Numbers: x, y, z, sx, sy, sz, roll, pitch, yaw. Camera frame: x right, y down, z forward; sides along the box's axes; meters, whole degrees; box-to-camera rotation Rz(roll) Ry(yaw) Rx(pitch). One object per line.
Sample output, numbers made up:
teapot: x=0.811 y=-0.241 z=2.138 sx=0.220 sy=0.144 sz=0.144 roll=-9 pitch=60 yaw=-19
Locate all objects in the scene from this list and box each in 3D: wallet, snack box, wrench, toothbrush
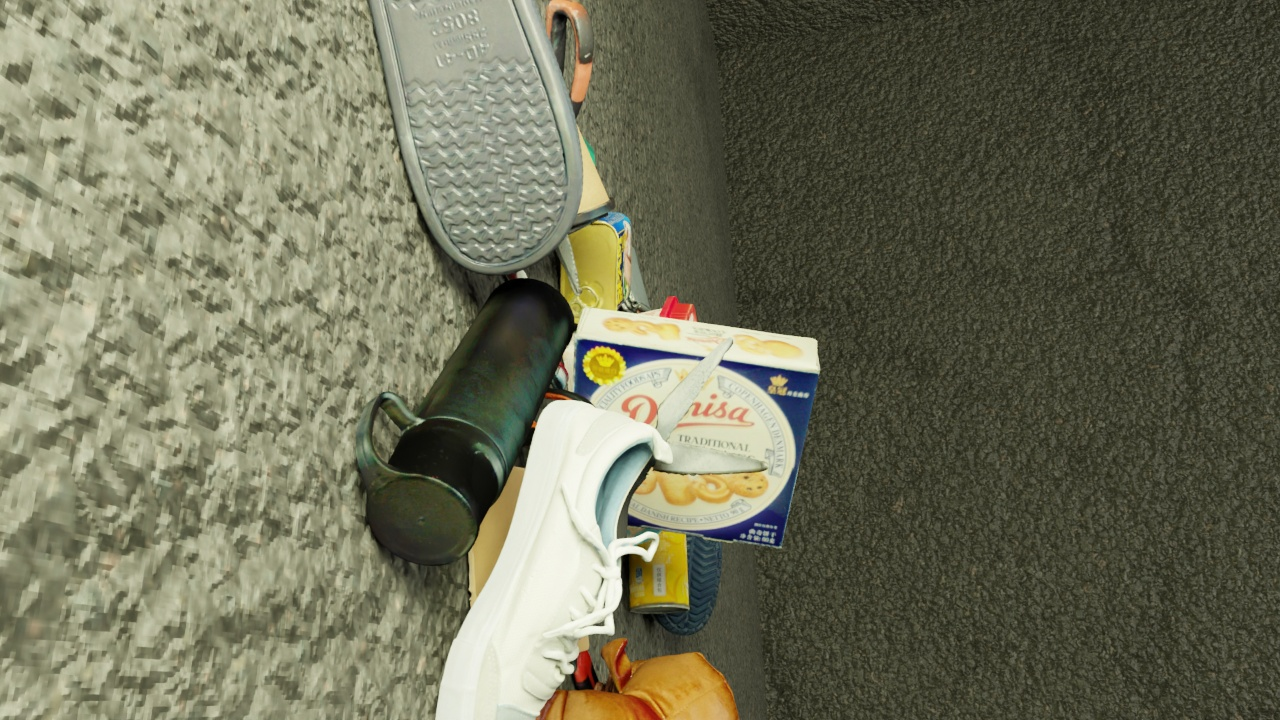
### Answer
wallet: x=-0.023 y=0.349 z=0.822 sx=0.132 sy=0.031 sz=0.107 roll=69 pitch=34 yaw=-50
wallet: x=-0.021 y=-0.100 z=1.127 sx=0.129 sy=0.037 sz=0.106 roll=15 pitch=58 yaw=-80
snack box: x=0.034 y=0.056 z=0.720 sx=0.045 sy=0.178 sz=0.183 roll=-74 pitch=171 yaw=-56
wrench: x=-0.048 y=0.282 z=0.823 sx=0.056 sy=0.016 sz=0.274 roll=-80 pitch=160 yaw=-54
toothbrush: x=-0.091 y=-0.033 z=0.779 sx=0.188 sy=0.016 sz=0.017 roll=72 pitch=26 yaw=-50

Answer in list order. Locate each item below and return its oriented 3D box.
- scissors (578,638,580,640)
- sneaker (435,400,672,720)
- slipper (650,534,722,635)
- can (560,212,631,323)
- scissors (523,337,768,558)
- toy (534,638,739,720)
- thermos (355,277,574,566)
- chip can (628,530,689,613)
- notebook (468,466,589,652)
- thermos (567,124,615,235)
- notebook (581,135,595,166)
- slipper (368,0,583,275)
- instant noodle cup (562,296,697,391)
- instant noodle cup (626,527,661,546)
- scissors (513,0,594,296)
scissors: x=-0.067 y=0.166 z=0.694 sx=0.133 sy=0.017 sz=0.134 roll=54 pitch=33 yaw=-54
sneaker: x=-0.045 y=0.145 z=0.566 sx=0.089 sy=0.091 sz=0.241 roll=51 pitch=53 yaw=-61
slipper: x=0.047 y=0.216 z=1.170 sx=0.095 sy=0.105 sz=0.252 roll=-10 pitch=-112 yaw=61
can: x=-0.042 y=-0.095 z=0.913 sx=0.083 sy=0.057 sz=0.102 roll=-57 pitch=150 yaw=-69
scissors: x=-0.012 y=0.073 z=0.634 sx=0.021 sy=0.221 sz=0.232 roll=10 pitch=102 yaw=-49
toy: x=-0.015 y=0.293 z=0.704 sx=0.140 sy=0.131 sz=0.199 roll=55 pitch=23 yaw=19
thermos: x=-0.102 y=0.017 z=0.568 sx=0.090 sy=0.069 sz=0.242 roll=55 pitch=21 yaw=-19
chip can: x=0.019 y=0.185 z=1.076 sx=0.072 sy=0.072 sz=0.213 roll=58 pitch=27 yaw=-66
notebook: x=-0.081 y=0.154 z=0.694 sx=0.207 sy=0.008 sz=0.147 roll=34 pitch=49 yaw=-70
thermos: x=-0.080 y=-0.161 z=0.737 sx=0.093 sy=0.093 sz=0.143 roll=-65 pitch=138 yaw=-70
notebook: x=-0.074 y=-0.185 z=0.963 sx=0.209 sy=0.012 sz=0.150 roll=26 pitch=58 yaw=-77
slipper: x=-0.101 y=-0.190 z=0.578 sx=0.083 sy=0.111 sz=0.268 roll=-74 pitch=152 yaw=-70
instant noodle cup: x=-0.005 y=0.005 z=0.909 sx=0.116 sy=0.124 sz=0.117 roll=-62 pitch=144 yaw=-70
instant noodle cup: x=-0.019 y=0.108 z=0.873 sx=0.120 sy=0.111 sz=0.111 roll=-68 pitch=151 yaw=-85
scissors: x=-0.074 y=-0.154 z=0.639 sx=0.015 sy=0.190 sz=0.223 roll=-22 pitch=87 yaw=-40
